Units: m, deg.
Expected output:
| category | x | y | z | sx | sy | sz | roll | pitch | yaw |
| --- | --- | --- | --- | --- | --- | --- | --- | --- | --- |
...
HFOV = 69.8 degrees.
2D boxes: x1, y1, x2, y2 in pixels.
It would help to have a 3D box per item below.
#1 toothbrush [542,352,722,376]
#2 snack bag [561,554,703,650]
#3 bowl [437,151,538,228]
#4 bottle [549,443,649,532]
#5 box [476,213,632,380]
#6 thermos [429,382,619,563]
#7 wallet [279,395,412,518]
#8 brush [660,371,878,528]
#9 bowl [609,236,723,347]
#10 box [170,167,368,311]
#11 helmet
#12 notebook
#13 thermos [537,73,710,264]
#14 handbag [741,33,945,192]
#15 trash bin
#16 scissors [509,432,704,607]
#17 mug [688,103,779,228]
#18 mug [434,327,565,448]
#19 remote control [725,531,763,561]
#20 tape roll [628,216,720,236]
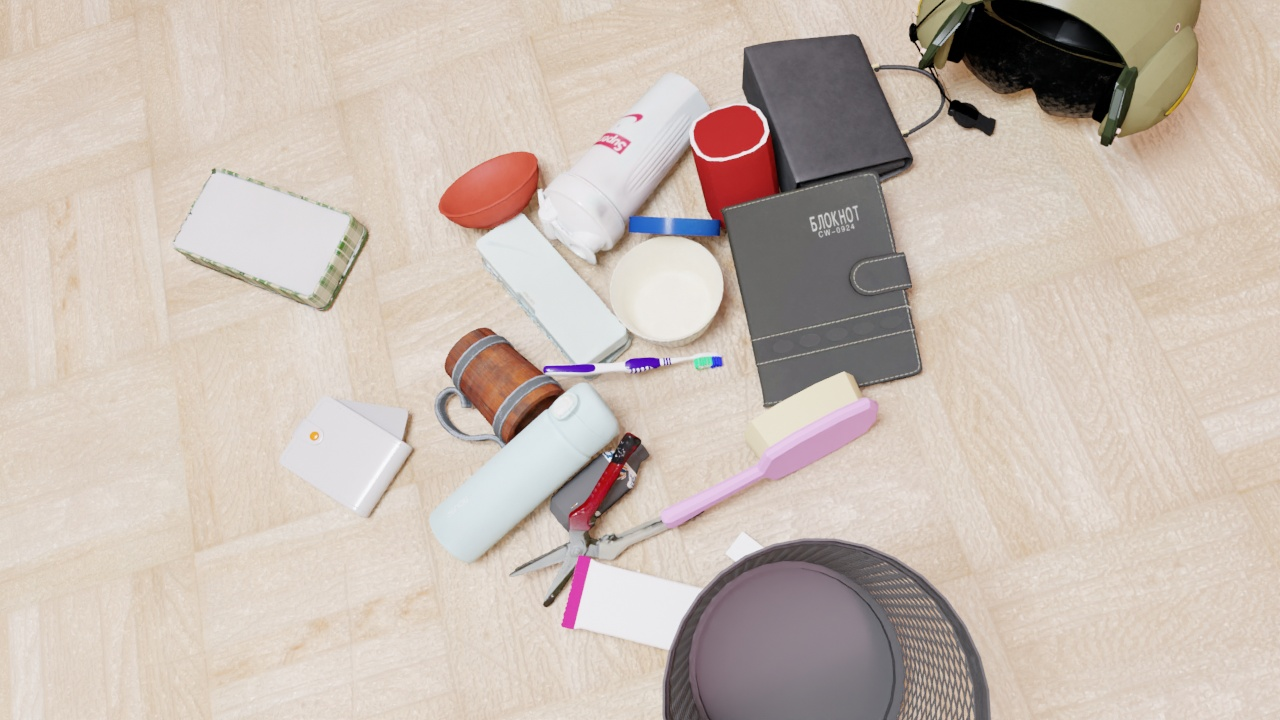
| category | x | y | z | sx | sy | sz | roll | pitch | yaw |
| --- | --- | --- | --- | --- | --- | --- | --- | --- | --- |
| toothbrush | -0.006 | 0.005 | 0.929 | 0.186 | 0.015 | 0.016 | -5 | 73 | -13 |
| snack bag | 0.028 | 0.240 | 0.862 | 0.196 | 0.016 | 0.070 | 12 | 78 | 5 |
| bowl | -0.162 | -0.183 | 1.016 | 0.122 | 0.035 | 0.121 | -18 | 37 | 14 |
| bottle | -0.039 | 0.122 | 0.906 | 0.112 | 0.047 | 0.047 | -41 | 70 | -5 |
| box | -0.093 | -0.073 | 0.981 | 0.083 | 0.067 | 0.199 | -48 | 69 | 12 |
| thermos | -0.110 | 0.107 | 0.892 | 0.207 | 0.078 | 0.065 | -42 | 49 | 7 |
| wallet | -0.303 | 0.086 | 0.966 | 0.118 | 0.037 | 0.115 | 29 | 78 | 13 |
| brush | 0.116 | 0.087 | 0.872 | 0.228 | 0.089 | 0.043 | -28 | 65 | -1 |
| bowl | 0.030 | -0.063 | 0.950 | 0.115 | 0.062 | 0.115 | -3 | 71 | 8 |
| box | -0.427 | -0.140 | 1.057 | 0.206 | 0.050 | 0.117 | 18 | 78 | 15 |
| helmet | 0.396 | -0.316 | 0.865 | 0.250 | 0.256 | 0.232 | 29 | 81 | 15 |
| notebook | 0.183 | -0.071 | 0.919 | 0.169 | 0.029 | 0.209 | -13 | 90 | 7 |
| thermos | -0.019 | -0.211 | 0.997 | 0.099 | 0.099 | 0.220 | 35 | 75 | 18 |
| handbag | 0.231 | -0.272 | 0.991 | 0.196 | 0.072 | 0.175 | -16 | 70 | -1 |
| trash bin | 0.131 | 0.254 | 0.725 | 0.218 | 0.227 | 0.217 | -1 | 78 | 4 |
| scissors | -0.027 | 0.157 | 0.883 | 0.179 | 0.015 | 0.199 | 7 | 108 | -18 |
| mug | 0.097 | -0.214 | 0.966 | 0.080 | 0.097 | 0.116 | -17 | 51 | 4 |
| mug | -0.151 | 0.039 | 0.942 | 0.111 | 0.081 | 0.117 | 42 | 100 | 23 |
| remote control | 0.138 | 0.211 | 0.866 | 0.124 | 0.012 | 0.028 | 36 | 80 | 18 |
| tape roll | 0.036 | -0.139 | 0.950 | 0.093 | 0.091 | 0.016 | 8 | 100 | 36 |
